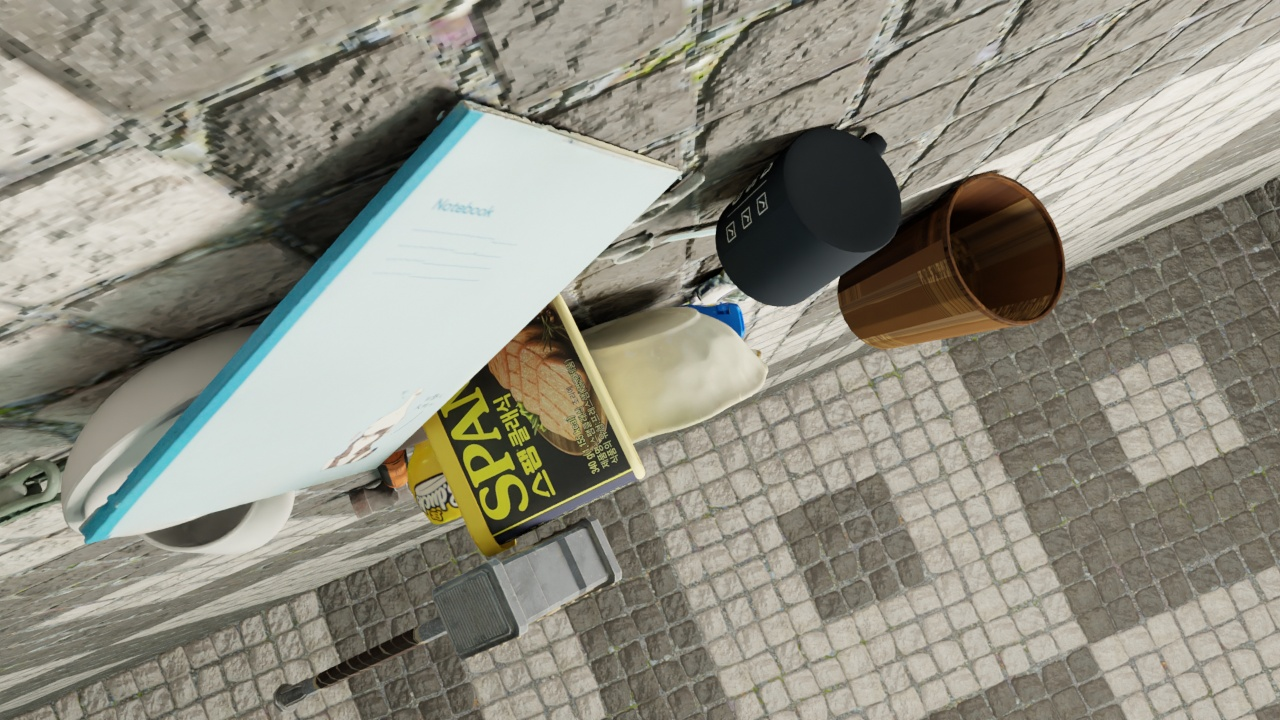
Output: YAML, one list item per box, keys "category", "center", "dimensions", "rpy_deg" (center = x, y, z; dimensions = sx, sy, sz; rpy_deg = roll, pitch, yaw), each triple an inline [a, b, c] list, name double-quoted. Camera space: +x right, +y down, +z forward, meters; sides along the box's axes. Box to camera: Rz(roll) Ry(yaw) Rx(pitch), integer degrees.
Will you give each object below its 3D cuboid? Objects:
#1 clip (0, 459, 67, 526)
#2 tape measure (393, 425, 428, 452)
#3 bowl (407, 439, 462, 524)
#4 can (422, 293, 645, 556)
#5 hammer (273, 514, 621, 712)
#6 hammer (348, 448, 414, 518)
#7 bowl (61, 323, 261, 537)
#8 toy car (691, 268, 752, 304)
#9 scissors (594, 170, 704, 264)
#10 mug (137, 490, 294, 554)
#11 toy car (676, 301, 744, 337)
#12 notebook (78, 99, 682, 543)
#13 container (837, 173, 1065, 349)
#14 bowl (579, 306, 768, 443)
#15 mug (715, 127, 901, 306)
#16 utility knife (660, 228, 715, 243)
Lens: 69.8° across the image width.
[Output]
- category: "clip"
  center: [-0.330, 0.072, 0.483]
  dimensions: [0.076, 0.023, 0.042]
  rpy_deg: [-22, 174, 6]
- category: "tape measure"
  center: [-0.175, 0.043, 0.679]
  dimensions: [0.058, 0.038, 0.059]
  rpy_deg: [-22, -174, -5]
- category: "bowl"
  center: [-0.149, 0.075, 0.775]
  dimensions: [0.117, 0.067, 0.117]
  rpy_deg: [-34, -166, 9]
- category: "can"
  center: [-0.071, 0.036, 0.566]
  dimensions: [0.104, 0.135, 0.075]
  rpy_deg: [-26, 172, -1]
- category: "hammer"
  center: [-0.158, 0.186, 0.600]
  dimensions: [0.323, 0.044, 0.098]
  rpy_deg: [-32, 170, 34]
- category: "hammer"
  center: [-0.236, 0.108, 0.931]
  dimensions: [0.137, 0.035, 0.315]
  rpy_deg: [-21, 171, -17]
- category: "bowl"
  center: [-0.195, 0.024, 0.427]
  dimensions: [0.149, 0.043, 0.150]
  rpy_deg: [-33, 168, -8]
- category: "toy car"
  center: [0.084, -0.062, 0.733]
  dimensions: [0.089, 0.027, 0.039]
  rpy_deg: [-18, 173, -29]
- category: "scissors"
  center: [-0.038, -0.055, 0.492]
  dimensions: [0.141, 0.014, 0.159]
  rpy_deg: [-21, 172, -38]
- category: "mug"
  center: [-0.267, 0.074, 0.533]
  dimensions: [0.110, 0.073, 0.091]
  rpy_deg: [5, 167, -9]
- category: "toy car"
  center: [0.065, -0.038, 0.791]
  dimensions: [0.092, 0.033, 0.061]
  rpy_deg: [0, -164, 43]
- category: "notebook"
  center: [-0.106, -0.009, 0.411]
  dimensions: [0.254, 0.009, 0.180]
  rpy_deg: [-41, 167, 22]
- category: "container"
  center: [0.272, -0.077, 0.840]
  dimensions: [0.132, 0.132, 0.168]
  rpy_deg: [-19, 177, -27]
- category: "bowl"
  center: [-0.004, 0.004, 0.681]
  dimensions: [0.218, 0.060, 0.189]
  rpy_deg: [-25, -164, -36]
- category: "mug"
  center: [0.099, -0.087, 0.509]
  dimensions: [0.104, 0.071, 0.078]
  rpy_deg: [-49, -175, -28]
- category: "utility knife"
  center: [0.078, -0.091, 0.595]
  dimensions: [0.165, 0.015, 0.022]
  rpy_deg: [-13, 169, -35]
